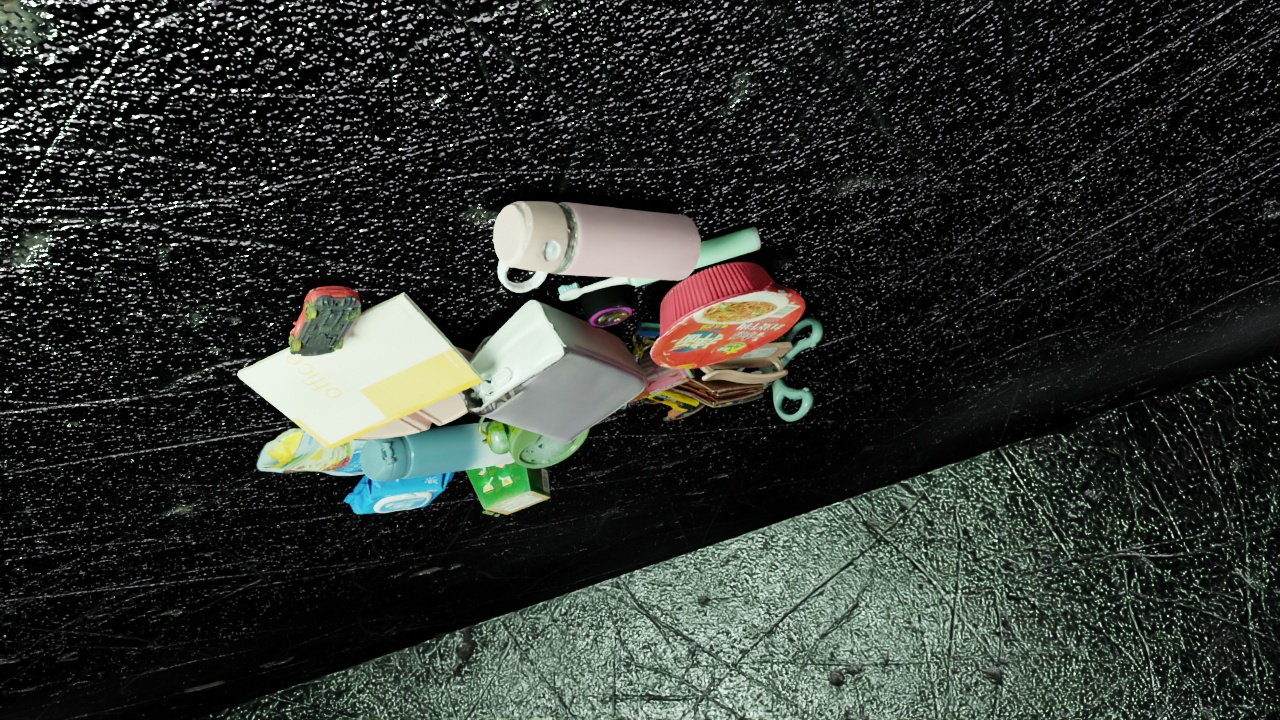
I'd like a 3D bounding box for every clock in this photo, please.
[{"bbox_3d":[-0.143,0.084,1.231,0.161,0.056,0.116,12,121,-43],"label":"clock"}]

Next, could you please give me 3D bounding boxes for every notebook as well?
[{"bbox_3d":[-0.291,0.017,0.964,0.206,0.010,0.146,-23,134,13],"label":"notebook"}]

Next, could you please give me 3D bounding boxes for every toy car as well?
[{"bbox_3d":[-0.302,-0.036,0.871,0.049,0.031,0.107,-2,151,-35],"label":"toy car"}]

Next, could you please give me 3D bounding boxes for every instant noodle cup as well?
[{"bbox_3d":[0.096,-0.059,1.096,0.194,0.065,0.194,-15,160,-6],"label":"instant noodle cup"}]

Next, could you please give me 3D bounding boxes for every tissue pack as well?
[{"bbox_3d":[-0.357,0.192,1.380,0.156,0.052,0.095,-4,155,-34],"label":"tissue pack"}]

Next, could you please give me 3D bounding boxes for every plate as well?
[{"bbox_3d":[-0.289,0.042,1.066,0.229,0.028,0.230,-12,157,-5],"label":"plate"}]

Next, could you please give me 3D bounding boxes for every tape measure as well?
[{"bbox_3d":[-0.036,-0.061,1.016,0.057,0.039,0.057,-4,156,-32],"label":"tape measure"}]

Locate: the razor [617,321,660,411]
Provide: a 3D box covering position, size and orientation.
[{"bbox_3d":[-0.007,0.007,1.181,0.042,0.022,0.143,3,125,-27],"label":"razor"}]

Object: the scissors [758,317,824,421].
[{"bbox_3d":[0.214,0.003,1.304,0.019,0.179,0.173,15,-168,-21],"label":"scissors"}]

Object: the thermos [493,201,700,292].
[{"bbox_3d":[-0.041,-0.102,0.855,0.198,0.067,0.087,-3,124,-38],"label":"thermos"}]

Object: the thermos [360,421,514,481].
[{"bbox_3d":[-0.265,0.120,1.232,0.220,0.070,0.070,-4,156,-44],"label":"thermos"}]

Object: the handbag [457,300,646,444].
[{"bbox_3d":[-0.103,0.019,1.069,0.145,0.098,0.197,-42,152,13],"label":"handbag"}]

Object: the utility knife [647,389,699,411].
[{"bbox_3d":[0.050,0.061,1.388,0.033,0.015,0.154,-30,157,21],"label":"utility knife"}]

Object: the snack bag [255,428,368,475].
[{"bbox_3d":[-0.392,0.122,1.197,0.110,0.039,0.190,-38,154,19],"label":"snack bag"}]

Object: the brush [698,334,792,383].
[{"bbox_3d":[0.137,-0.004,1.261,0.145,0.073,0.063,-3,156,-30],"label":"brush"}]

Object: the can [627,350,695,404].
[{"bbox_3d":[-0.004,0.024,1.235,0.147,0.058,0.058,-22,159,10],"label":"can"}]

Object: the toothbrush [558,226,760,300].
[{"bbox_3d":[0.021,-0.100,0.983,0.224,0.027,0.026,-17,146,-3],"label":"toothbrush"}]

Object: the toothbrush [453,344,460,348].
[{"bbox_3d":[-0.202,-0.005,1.056,0.014,0.017,0.189,-22,158,17],"label":"toothbrush"}]

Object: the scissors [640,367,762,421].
[{"bbox_3d":[0.105,0.047,1.445,0.222,0.015,0.189,-14,159,-8],"label":"scissors"}]

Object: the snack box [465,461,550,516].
[{"bbox_3d":[-0.193,0.166,1.375,0.118,0.105,0.118,-23,160,12],"label":"snack box"}]

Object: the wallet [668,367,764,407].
[{"bbox_3d":[0.100,0.033,1.298,0.101,0.032,0.125,-5,-162,-38],"label":"wallet"}]
